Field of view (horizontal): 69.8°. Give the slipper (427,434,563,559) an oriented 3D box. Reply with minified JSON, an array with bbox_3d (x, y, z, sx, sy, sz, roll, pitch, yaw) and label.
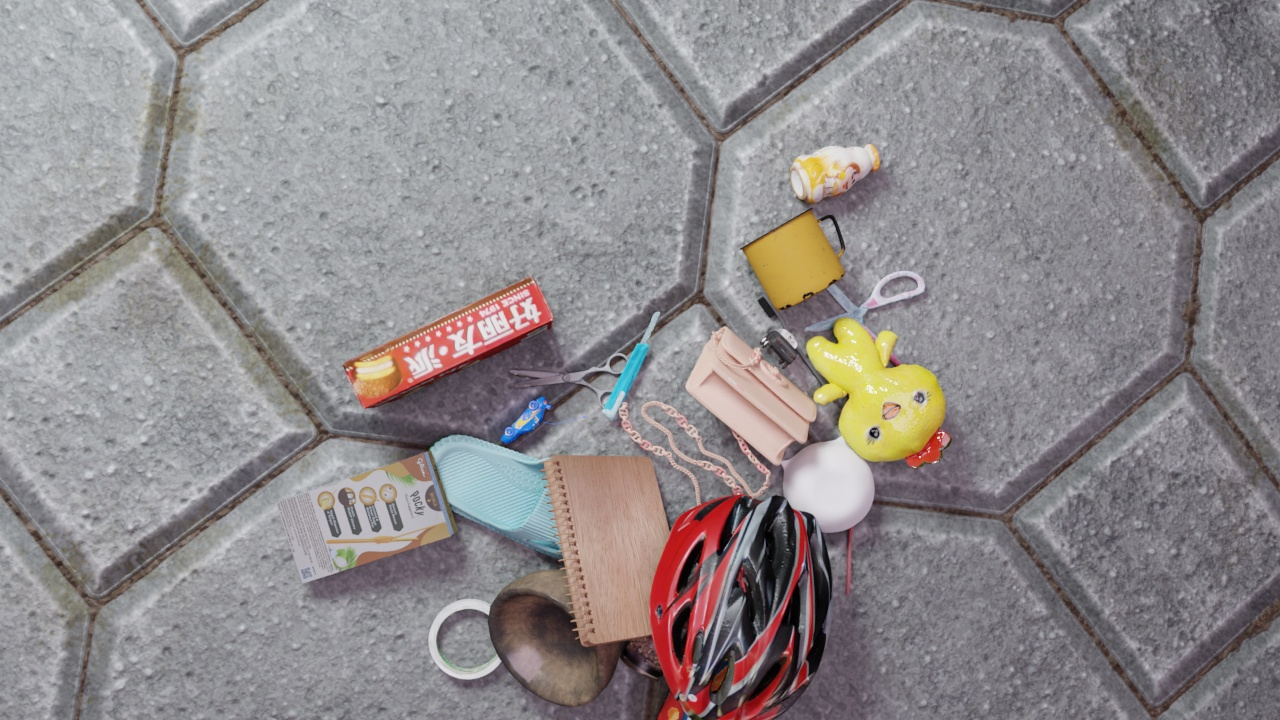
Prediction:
[{"bbox_3d":[-0.132,0.167,1.100,0.276,0.069,0.116,22,89,-4],"label":"slipper"}]

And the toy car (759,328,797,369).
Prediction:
[{"bbox_3d":[0.174,-0.018,1.125,0.037,0.092,0.040,-43,92,7],"label":"toy car"}]

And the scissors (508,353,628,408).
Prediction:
[{"bbox_3d":[-0.079,0.012,1.139,0.159,0.014,0.120,27,86,-7],"label":"scissors"}]

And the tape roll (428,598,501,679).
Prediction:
[{"bbox_3d":[-0.207,0.336,1.109,0.094,0.018,0.094,0,88,-6],"label":"tape roll"}]

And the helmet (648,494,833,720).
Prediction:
[{"bbox_3d":[0.122,0.282,1.041,0.217,0.167,0.271,30,58,-26],"label":"helmet"}]

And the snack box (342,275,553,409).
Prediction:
[{"bbox_3d":[-0.220,-0.019,1.075,0.236,0.113,0.060,-26,91,-6],"label":"snack box"}]

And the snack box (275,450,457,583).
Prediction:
[{"bbox_3d":[-0.321,0.184,1.079,0.186,0.031,0.101,-18,90,4],"label":"snack box"}]

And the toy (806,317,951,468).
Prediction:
[{"bbox_3d":[0.294,0.042,1.138,0.134,0.092,0.207,-38,87,5],"label":"toy"}]

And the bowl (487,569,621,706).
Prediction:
[{"bbox_3d":[-0.092,0.313,1.066,0.162,0.070,0.162,13,118,26],"label":"bowl"}]

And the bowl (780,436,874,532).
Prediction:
[{"bbox_3d":[0.236,0.159,1.136,0.115,0.050,0.114,0,89,4],"label":"bowl"}]

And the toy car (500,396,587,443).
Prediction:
[{"bbox_3d":[-0.119,0.082,1.119,0.062,0.033,0.092,42,84,4],"label":"toy car"}]

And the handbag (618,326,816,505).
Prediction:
[{"bbox_3d":[0.096,0.064,1.143,0.198,0.116,0.188,40,121,-7],"label":"handbag"}]

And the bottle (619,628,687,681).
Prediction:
[{"bbox_3d":[0.025,0.328,1.114,0.056,0.056,0.105,31,85,-4],"label":"bottle"}]

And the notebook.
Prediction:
[{"bbox_3d":[-0.029,0.211,1.050,0.168,0.022,0.210,7,61,-44],"label":"notebook"}]

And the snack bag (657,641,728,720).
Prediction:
[{"bbox_3d":[0.098,0.410,1.126,0.131,0.039,0.144,19,95,-6],"label":"snack bag"}]

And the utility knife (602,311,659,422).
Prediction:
[{"bbox_3d":[-0.007,0.007,1.137,0.022,0.015,0.148,31,83,-36],"label":"utility knife"}]

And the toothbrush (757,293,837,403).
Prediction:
[{"bbox_3d":[0.202,-0.015,1.169,0.013,0.013,0.167,-36,92,2],"label":"toothbrush"}]

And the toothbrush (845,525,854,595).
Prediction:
[{"bbox_3d":[0.268,0.206,1.167,0.015,0.015,0.184,5,88,-3],"label":"toothbrush"}]

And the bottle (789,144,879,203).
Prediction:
[{"bbox_3d":[0.247,-0.241,1.160,0.108,0.063,0.063,-19,90,-7],"label":"bottle"}]

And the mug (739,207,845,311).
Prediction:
[{"bbox_3d":[0.199,-0.127,1.131,0.123,0.100,0.094,-30,93,-9],"label":"mug"}]

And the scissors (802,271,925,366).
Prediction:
[{"bbox_3d":[0.299,-0.061,1.183,0.175,0.013,0.170,-43,89,-4],"label":"scissors"}]
